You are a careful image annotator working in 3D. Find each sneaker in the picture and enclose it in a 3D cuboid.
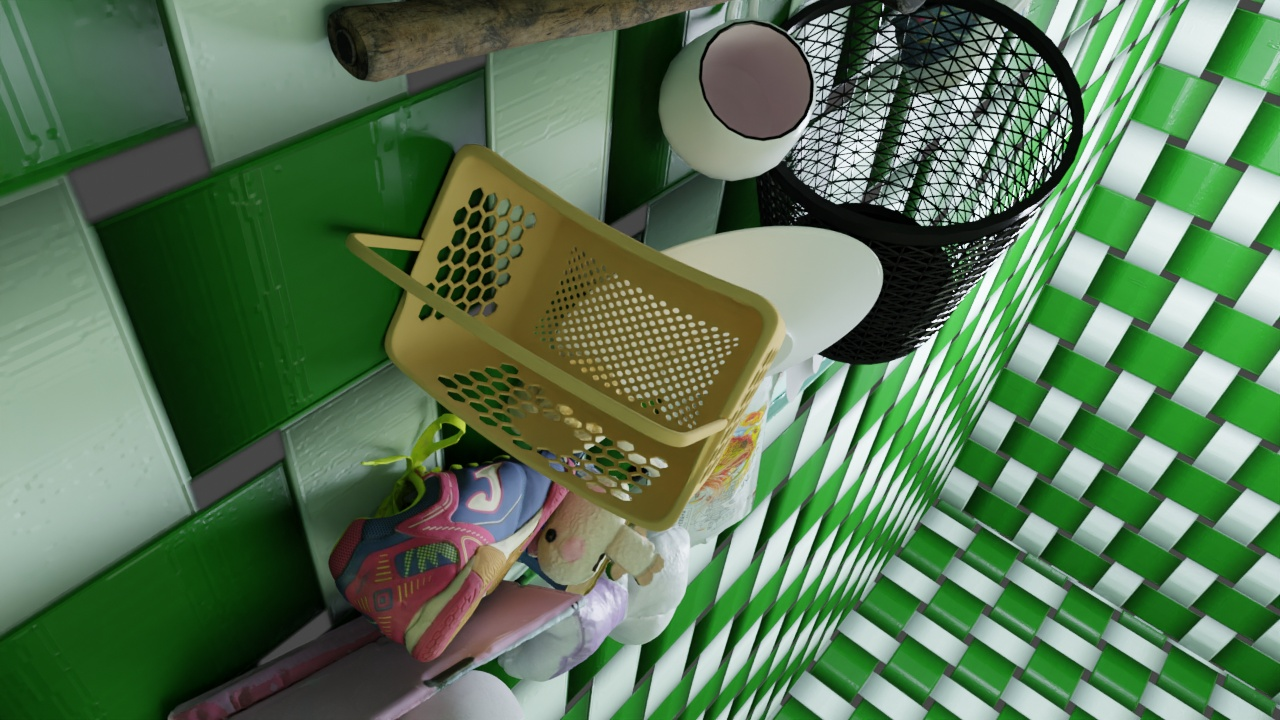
[{"bbox_3d":[0.297,-0.342,0.805,0.079,0.087,0.235,47,70,-32],"label":"sneaker"},{"bbox_3d":[-0.108,0.090,0.575,0.116,0.091,0.241,-56,176,14],"label":"sneaker"}]

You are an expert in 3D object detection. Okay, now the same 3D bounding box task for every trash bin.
[{"bbox_3d":[0.189,-0.121,0.720,0.216,0.217,0.243,-49,161,-18],"label":"trash bin"}]

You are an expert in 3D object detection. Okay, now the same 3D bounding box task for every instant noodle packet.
[{"bbox_3d":[0.070,0.108,0.919,0.146,0.057,0.270,-18,138,-21],"label":"instant noodle packet"}]

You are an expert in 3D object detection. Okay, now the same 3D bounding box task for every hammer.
[{"bbox_3d":[0.003,-0.184,0.449,0.329,0.120,0.033,-26,140,-34],"label":"hammer"}]

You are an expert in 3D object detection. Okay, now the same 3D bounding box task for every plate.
[{"bbox_3d":[0.175,-0.042,0.919,0.172,0.019,0.173,11,89,-73],"label":"plate"},{"bbox_3d":[0.057,-0.013,0.629,0.229,0.030,0.230,-10,155,-5],"label":"plate"}]

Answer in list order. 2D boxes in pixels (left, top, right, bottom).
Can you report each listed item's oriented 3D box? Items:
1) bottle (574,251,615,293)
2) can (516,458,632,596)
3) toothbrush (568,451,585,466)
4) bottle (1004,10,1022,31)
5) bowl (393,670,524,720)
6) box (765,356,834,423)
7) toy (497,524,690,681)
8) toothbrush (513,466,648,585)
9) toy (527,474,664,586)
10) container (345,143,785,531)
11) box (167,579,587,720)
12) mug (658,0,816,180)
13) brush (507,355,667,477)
[{"bbox_3d":[-0.009,-0.047,0.625,0.042,0.043,0.110,-57,154,-1],"label":"bottle"},{"bbox_3d":[-0.050,0.136,0.743,0.100,0.059,0.054,-60,155,4],"label":"can"},{"bbox_3d":[-0.004,0.004,0.720,0.190,0.017,0.016,-57,154,0],"label":"toothbrush"},{"bbox_3d":[0.358,-0.355,0.927,0.130,0.048,0.048,-30,144,-45],"label":"bottle"},{"bbox_3d":[-0.159,0.280,0.687,0.131,0.064,0.132,-35,167,-9],"label":"bowl"},{"bbox_3d":[0.157,0.020,1.008,0.186,0.056,0.138,-37,155,-39],"label":"box"},{"bbox_3d":[-0.029,0.223,0.860,0.208,0.085,0.138,-11,128,-51],"label":"toy"},{"bbox_3d":[-0.048,0.144,0.809,0.187,0.014,0.017,-40,158,-33],"label":"toothbrush"},{"bbox_3d":[-0.038,0.123,0.665,0.087,0.112,0.050,-57,139,-21],"label":"toy"},{"bbox_3d":[-0.035,-0.011,0.451,0.129,0.183,0.166,-63,163,13],"label":"container"},{"bbox_3d":[-0.165,0.188,0.567,0.173,0.075,0.232,-33,170,33],"label":"box"},{"bbox_3d":[0.058,-0.173,0.560,0.076,0.090,0.123,162,-67,-74],"label":"mug"},{"bbox_3d":[-0.012,0.063,0.698,0.272,0.077,0.062,44,44,-62],"label":"brush"}]
